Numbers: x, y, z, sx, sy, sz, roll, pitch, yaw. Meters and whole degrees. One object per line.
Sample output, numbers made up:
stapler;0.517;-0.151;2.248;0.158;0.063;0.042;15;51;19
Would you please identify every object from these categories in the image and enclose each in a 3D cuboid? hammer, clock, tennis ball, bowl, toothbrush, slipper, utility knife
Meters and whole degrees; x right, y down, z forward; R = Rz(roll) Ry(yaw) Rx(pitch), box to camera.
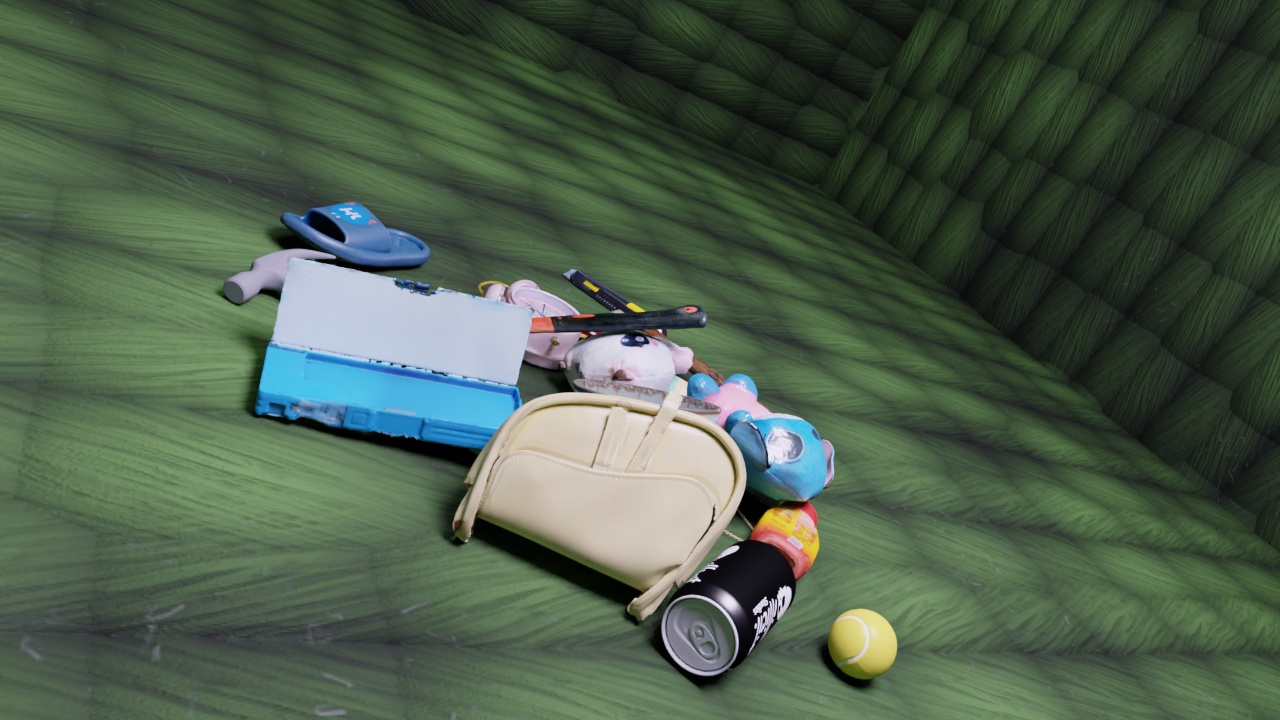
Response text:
hammer;-0.088;-0.043;1.070;0.333;0.033;0.133;-4;29;-8
clock;-0.143;-0.054;1.175;0.158;0.059;0.116;36;23;18
hammer;-0.274;-0.022;0.973;0.311;0.030;0.124;32;32;1
tennis ball;0.215;0.275;0.890;0.065;0.065;0.065;25;23;-11
bowl;-0.001;0.080;0.963;0.160;0.094;0.160;11;4;-1
toothbrush;0.108;0.149;1.070;0.188;0.014;0.017;33;36;-19
hammer;0.094;0.024;1.254;0.330;0.033;0.119;35;12;34
slipper;-0.343;-0.156;1.143;0.104;0.059;0.213;36;17;26
utility knife;-0.047;-0.095;1.422;0.174;0.029;0.020;34;17;14

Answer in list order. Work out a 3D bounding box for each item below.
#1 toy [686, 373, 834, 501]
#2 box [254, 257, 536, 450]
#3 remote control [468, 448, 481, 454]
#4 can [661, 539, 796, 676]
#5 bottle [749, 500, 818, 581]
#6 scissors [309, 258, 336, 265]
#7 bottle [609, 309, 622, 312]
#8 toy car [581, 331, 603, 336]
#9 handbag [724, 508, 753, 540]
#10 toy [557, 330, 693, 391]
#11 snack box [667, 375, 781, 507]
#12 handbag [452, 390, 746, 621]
toy;0.130;0.084;1.054;0.191;0.099;0.223;46;17;32
box;-0.219;-0.002;0.861;0.243;0.114;0.114;12;27;-22
remote control;-0.116;0.092;0.939;0.133;0.022;0.050;17;24;-28
can;0.082;0.220;0.827;0.080;0.080;0.145;37;23;18
bottle;0.163;0.196;1.020;0.071;0.049;0.134;34;23;10
scissors;-0.349;-0.086;1.056;0.112;0.012;0.130;20;23;-22
bottle;-0.024;-0.019;1.236;0.042;0.043;0.109;14;41;-34
toy car;-0.058;-0.040;1.291;0.038;0.025;0.089;35;23;13
handbag;0.063;0.149;1.045;0.178;0.027;0.084;40;22;12
toy;-0.007;0.007;1.126;0.139;0.101;0.179;8;20;40
snack box;0.098;0.097;1.160;0.193;0.044;0.141;29;22;-1
handbag;-0.030;0.112;0.815;0.233;0.190;0.089;25;-21;-7
